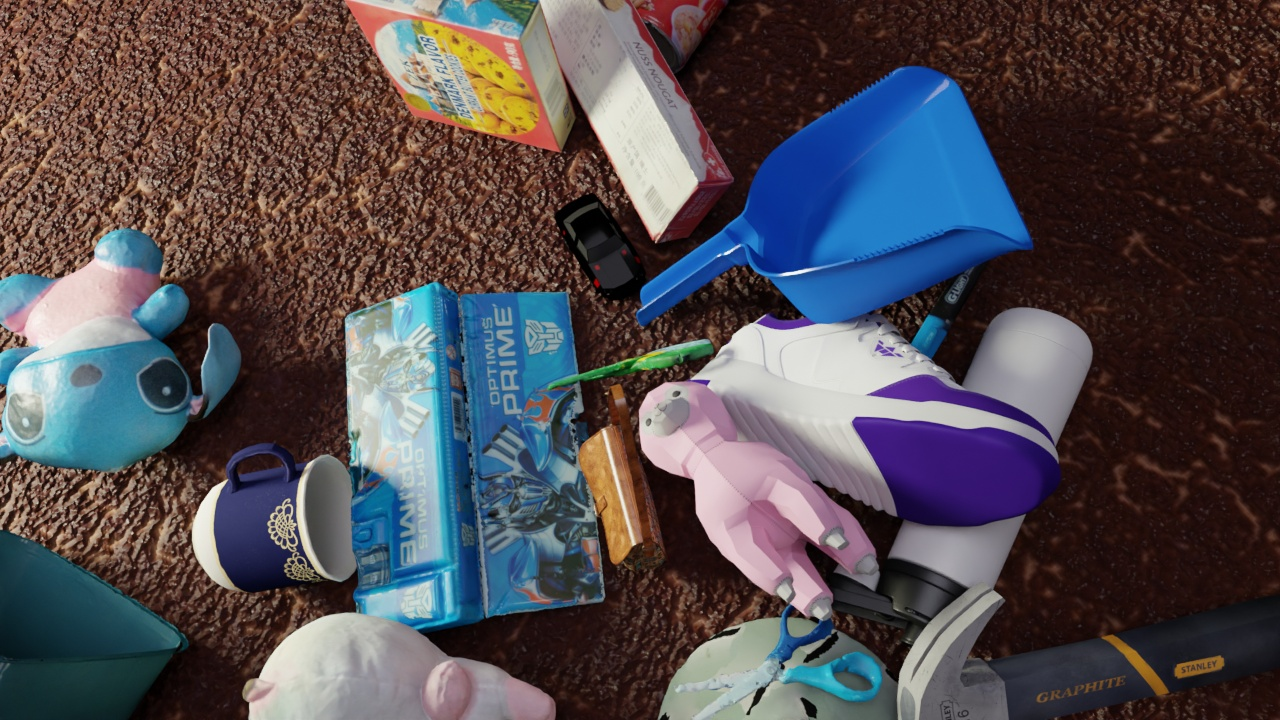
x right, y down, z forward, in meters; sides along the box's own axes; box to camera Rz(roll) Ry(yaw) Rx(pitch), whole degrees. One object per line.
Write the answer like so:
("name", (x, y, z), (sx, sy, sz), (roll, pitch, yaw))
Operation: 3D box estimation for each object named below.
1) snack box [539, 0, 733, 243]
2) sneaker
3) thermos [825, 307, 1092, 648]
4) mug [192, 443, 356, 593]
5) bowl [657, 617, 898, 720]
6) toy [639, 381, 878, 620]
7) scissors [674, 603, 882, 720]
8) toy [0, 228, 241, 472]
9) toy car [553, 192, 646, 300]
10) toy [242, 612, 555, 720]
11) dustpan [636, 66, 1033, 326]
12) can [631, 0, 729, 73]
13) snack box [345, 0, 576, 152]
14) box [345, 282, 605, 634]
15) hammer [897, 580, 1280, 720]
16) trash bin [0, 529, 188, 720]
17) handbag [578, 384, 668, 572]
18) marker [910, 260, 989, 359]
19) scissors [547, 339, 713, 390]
("snack box", (-0.018, -0.224, 0.715), (0.044, 0.077, 0.272), (-14, 68, -36))
("sneaker", (0.149, 0.022, 0.581), (0.245, 0.092, 0.110), (13, 52, 40))
("thermos", (0.204, 0.072, 0.596), (0.101, 0.068, 0.229), (21, 74, 28))
("mug", (-0.254, 0.104, 0.621), (0.089, 0.112, 0.085), (-11, 33, 6))
("bowl", (0.088, 0.239, 0.544), (0.174, 0.068, 0.174), (-2, 67, 5))
("toy", (0.066, 0.080, 0.565), (0.067, 0.123, 0.157), (-46, 52, 4))
("scissors", (0.073, 0.181, 0.553), (0.134, 0.016, 0.083), (-7, 33, -18))
("toy", (-0.423, 0.000, 0.687), (0.223, 0.099, 0.191), (-20, 62, -15))
("toy car", (-0.031, -0.088, 0.701), (0.042, 0.036, 0.091), (-30, 68, -5))
("toy", (-0.142, 0.208, 0.556), (0.179, 0.139, 0.101), (5, 52, -1))
("dustpan", (0.107, -0.085, 0.627), (0.258, 0.059, 0.244), (-34, 27, 28))
("can", (0.037, -0.303, 0.758), (0.067, 0.067, 0.124), (29, 76, 17))
("snack box", (-0.133, -0.231, 0.712), (0.145, 0.143, 0.040), (17, 73, 14))
("box", (-0.125, 0.061, 0.646), (0.175, 0.060, 0.243), (-10, 69, 3))
("hammer", (0.304, 0.180, 0.535), (0.312, 0.035, 0.139), (-10, 100, -4))
("trash bin", (-0.448, 0.233, 0.560), (0.197, 0.199, 0.218), (24, 81, 16))
("handbag", (-0.014, 0.066, 0.555), (0.043, 0.196, 0.093), (-14, 65, -5))
("marker", (0.221, -0.038, 0.660), (0.018, 0.015, 0.122), (30, 74, 18))
("scissors", (-0.005, 0.002, 0.651), (0.132, 0.108, 0.012), (-13, 93, 24))
